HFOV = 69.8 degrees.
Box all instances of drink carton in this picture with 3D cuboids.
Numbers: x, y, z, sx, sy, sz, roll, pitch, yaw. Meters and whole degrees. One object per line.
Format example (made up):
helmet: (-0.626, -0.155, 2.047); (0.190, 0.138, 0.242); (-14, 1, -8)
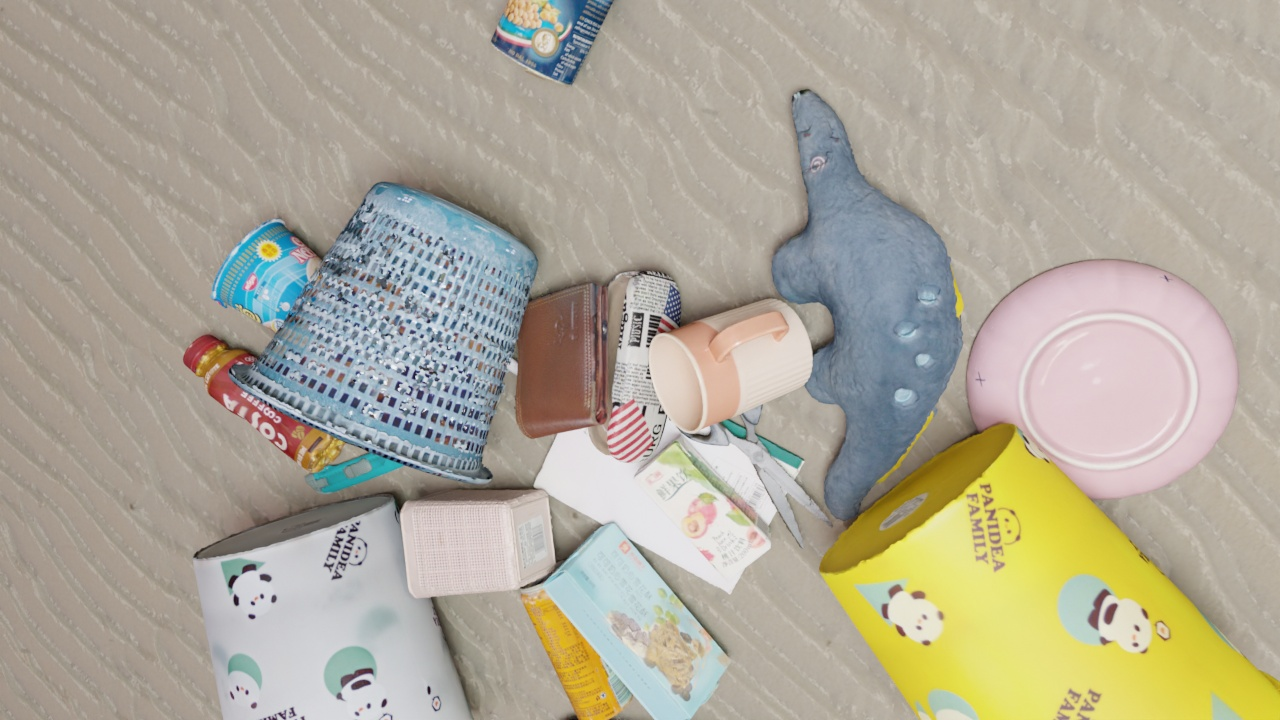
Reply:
drink carton: (0.055, 0.126, 0.797); (0.053, 0.045, 0.122); (-43, 89, 13)

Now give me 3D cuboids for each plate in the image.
plate: (0.352, 0.020, 0.700); (0.193, 0.039, 0.192); (4, 104, 16)

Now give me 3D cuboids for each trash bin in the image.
trash bin: (0.284, 0.201, 0.674); (0.230, 0.229, 0.255); (-41, 84, 20)
trash bin: (-0.290, 0.273, 0.860); (0.230, 0.229, 0.252); (-14, 93, 19)
trash bin: (-0.188, -0.030, 0.762); (0.226, 0.226, 0.195); (24, 86, 10)

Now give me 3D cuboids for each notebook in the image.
notebook: (0.021, 0.102, 0.831); (0.209, 0.012, 0.150); (28, 108, 8)

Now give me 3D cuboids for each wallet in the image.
wallet: (-0.067, 0.002, 0.784); (0.101, 0.032, 0.124); (-15, 71, 44)

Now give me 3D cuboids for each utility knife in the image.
utility knife: (-0.266, 0.102, 0.915); (0.175, 0.013, 0.029); (-21, 98, 20)

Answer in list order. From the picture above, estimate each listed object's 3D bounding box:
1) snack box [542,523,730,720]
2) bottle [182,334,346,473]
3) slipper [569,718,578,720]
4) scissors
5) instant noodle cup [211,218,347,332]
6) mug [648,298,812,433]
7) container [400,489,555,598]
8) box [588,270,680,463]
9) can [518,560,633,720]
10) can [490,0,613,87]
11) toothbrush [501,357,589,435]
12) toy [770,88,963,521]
snack box: (-0.003, 0.238, 0.830); (0.175, 0.074, 0.052); (50, 137, 1)
bottle: (-0.373, 0.039, 0.909); (0.175, 0.057, 0.058); (35, 110, 6)
slipper: (0.036, 0.401, 0.869); (0.269, 0.083, 0.111); (8, 97, 33)
scissors: (0.101, 0.075, 0.790); (0.165, 0.014, 0.163); (13, 94, 9)
instant noodle cup: (-0.321, -0.061, 0.857); (0.110, 0.099, 0.099); (36, 110, -3)
mug: (0.076, -0.005, 0.718); (0.081, 0.105, 0.115); (63, 155, 17)
container: (-0.145, 0.165, 0.841); (0.111, 0.089, 0.090); (-7, 89, 24)
box: (-0.001, 0.005, 0.770); (0.076, 0.086, 0.163); (9, 90, -4)
can: (-0.061, 0.267, 0.869); (0.058, 0.058, 0.146); (-22, 95, 20)
can: (-0.064, -0.285, 0.734); (0.075, 0.075, 0.111); (33, 110, 7)
toothbrush: (-0.108, 0.013, 0.839); (0.180, 0.016, 0.016); (36, 106, 12)
toy: (0.180, -0.039, 0.719); (0.138, 0.091, 0.356); (-1, 102, 45)
